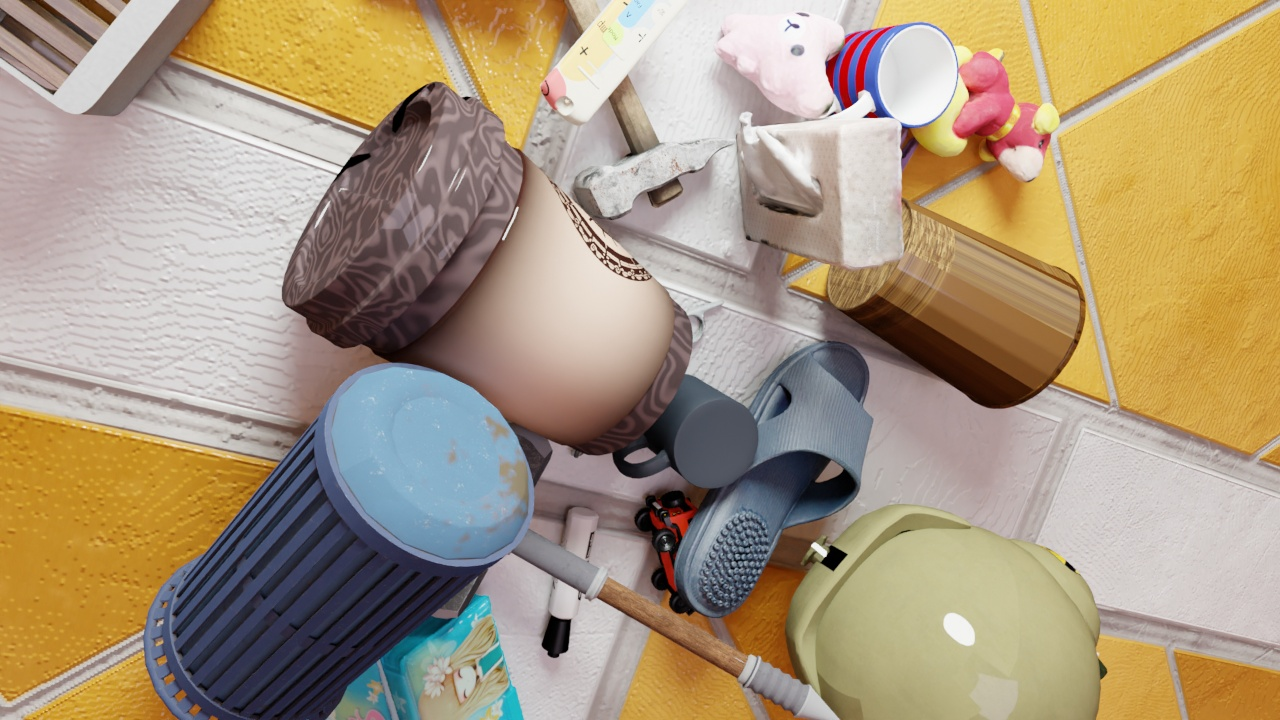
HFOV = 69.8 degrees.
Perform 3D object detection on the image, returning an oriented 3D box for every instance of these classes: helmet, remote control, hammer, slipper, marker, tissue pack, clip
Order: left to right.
[{"bbox_3d":[-0.058,0.181,0.743,0.025,0.025,0.126,8,100,-24],"label":"marker"},{"bbox_3d":[-0.043,-0.254,0.628,0.121,0.049,0.319,-32,111,-14],"label":"hammer"},{"bbox_3d":[-0.016,-0.213,0.614,0.038,0.018,0.125,41,82,-24],"label":"remote control"},{"bbox_3d":[0.001,0.182,0.667,0.322,0.043,0.156,29,84,4],"label":"hammer"},{"bbox_3d":[0.124,0.091,0.735,0.101,0.083,0.263,45,69,-26],"label":"slipper"},{"bbox_3d":[0.111,-0.125,0.646,0.071,0.181,0.104,-12,107,-10],"label":"tissue pack"},{"bbox_3d":[0.216,-0.167,0.769,0.053,0.013,0.037,-46,114,-3],"label":"clip"},{"bbox_3d":[0.229,0.228,0.731,0.250,0.256,0.233,-48,117,-5],"label":"helmet"}]

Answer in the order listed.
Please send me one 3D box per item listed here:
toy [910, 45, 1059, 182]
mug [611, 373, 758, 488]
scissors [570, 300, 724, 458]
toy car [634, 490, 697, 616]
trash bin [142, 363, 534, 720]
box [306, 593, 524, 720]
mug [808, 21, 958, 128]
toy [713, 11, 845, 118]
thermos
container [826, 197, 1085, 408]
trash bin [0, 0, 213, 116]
[{"bbox_3d":[0.283,-0.210,0.762,0.137,0.067,0.105,22,88,-16],"label":"toy"},{"bbox_3d":[0.028,0.061,0.716,0.105,0.077,0.071,-25,111,-14],"label":"mug"},{"bbox_3d":[0.006,0.013,0.731,0.090,0.014,0.171,17,94,-24],"label":"scissors"},{"bbox_3d":[0.032,0.157,0.757,0.048,0.051,0.100,-19,109,-14],"label":"toy car"},{"bbox_3d":[-0.180,0.117,0.551,0.139,0.139,0.250,31,125,-26],"label":"trash bin"},{"bbox_3d":[-0.168,0.308,0.707,0.172,0.083,0.227,-16,109,-18],"label":"box"},{"bbox_3d":[0.176,-0.208,0.706,0.111,0.076,0.075,-35,113,-10],"label":"mug"},{"bbox_3d":[0.102,-0.228,0.682,0.096,0.053,0.098,18,61,-4],"label":"toy"},{"bbox_3d":[-0.087,-0.044,0.600,0.226,0.173,0.172,36,89,-32],"label":"thermos"},{"bbox_3d":[0.251,-0.053,0.755,0.167,0.132,0.132,25,93,-20],"label":"container"},{"bbox_3d":[-0.348,-0.243,0.466,0.229,0.114,0.114,39,87,-25],"label":"trash bin"}]
